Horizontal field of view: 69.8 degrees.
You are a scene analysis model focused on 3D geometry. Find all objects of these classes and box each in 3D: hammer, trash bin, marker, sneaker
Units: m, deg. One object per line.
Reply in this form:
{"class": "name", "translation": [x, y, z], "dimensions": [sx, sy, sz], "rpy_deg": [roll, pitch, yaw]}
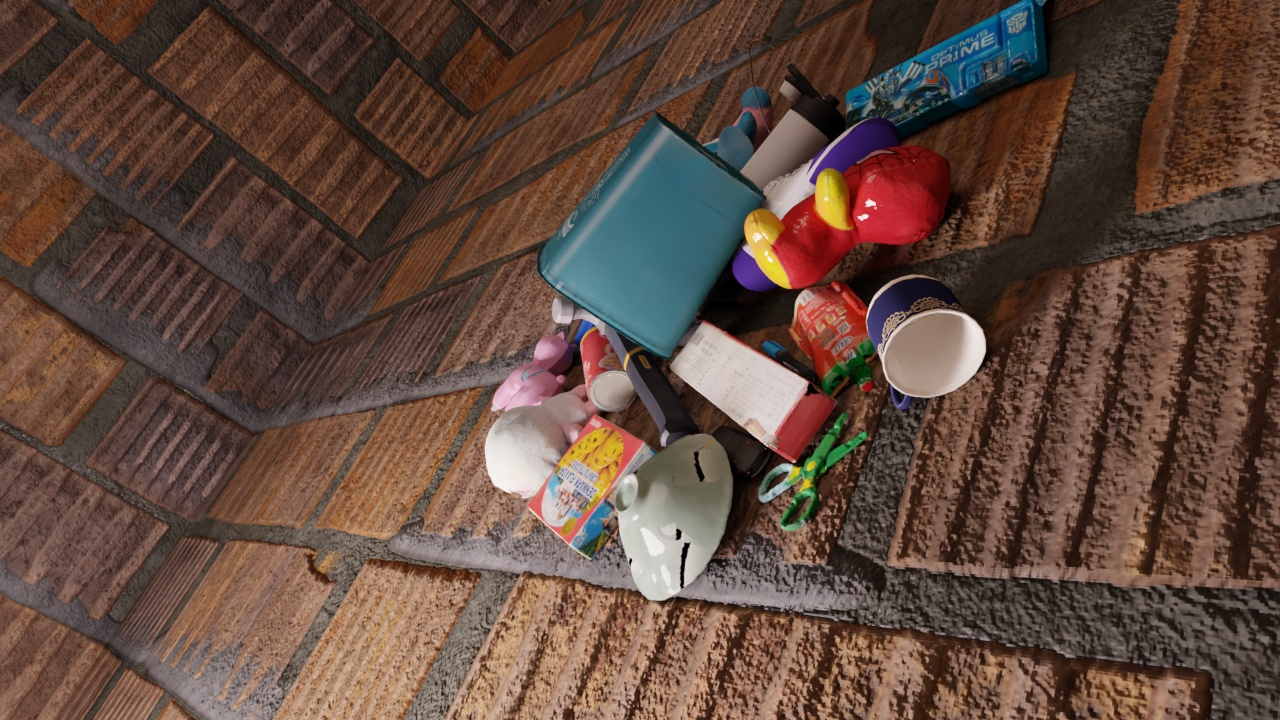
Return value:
{"class": "hammer", "translation": [-0.007, 0.007, 1.124], "dimensions": [0.312, 0.139, 0.035], "rpy_deg": [-120, 37, -53]}
{"class": "trash bin", "translation": [0.018, -0.157, 1.096], "dimensions": [0.219, 0.199, 0.196], "rpy_deg": [-53, 15, 16]}
{"class": "marker", "translation": [0.157, 0.000, 0.963], "dimensions": [0.015, 0.018, 0.123], "rpy_deg": [-46, 22, 1]}
{"class": "sneaker", "translation": [0.201, -0.192, 1.085], "dimensions": [0.245, 0.092, 0.111], "rpy_deg": [-44, 23, 22]}

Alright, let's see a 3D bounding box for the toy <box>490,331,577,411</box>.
{"class": "toy", "translation": [-0.146, 0.030, 1.346], "dimensions": [0.157, 0.067, 0.123], "rpy_deg": [-52, 28, -13]}

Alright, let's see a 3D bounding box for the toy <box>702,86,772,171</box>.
{"class": "toy", "translation": [0.121, -0.283, 1.316], "dimensions": [0.191, 0.099, 0.225], "rpy_deg": [-59, 6, -25]}

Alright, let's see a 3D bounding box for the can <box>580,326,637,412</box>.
{"class": "can", "translation": [-0.042, 0.009, 1.210], "dimensions": [0.067, 0.066, 0.124], "rpy_deg": [-41, 28, 16]}

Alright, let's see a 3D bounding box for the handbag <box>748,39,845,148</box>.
{"class": "handbag", "translation": [0.198, -0.352, 1.235], "dimensions": [0.094, 0.043, 0.195], "rpy_deg": [-36, 69, 22]}

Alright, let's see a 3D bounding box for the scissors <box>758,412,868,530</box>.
{"class": "scissors", "translation": [0.157, 0.098, 0.856], "dimensions": [0.131, 0.012, 0.108], "rpy_deg": [-57, 27, -12]}

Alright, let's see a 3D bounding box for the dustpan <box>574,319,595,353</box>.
{"class": "dustpan", "translation": [-0.019, -0.116, 1.333], "dimensions": [0.258, 0.059, 0.245], "rpy_deg": [-64, 30, 21]}

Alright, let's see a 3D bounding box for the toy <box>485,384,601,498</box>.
{"class": "toy", "translation": [-0.127, 0.097, 1.204], "dimensions": [0.179, 0.101, 0.139], "rpy_deg": [-37, 37, -14]}

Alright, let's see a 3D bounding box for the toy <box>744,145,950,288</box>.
{"class": "toy", "translation": [0.218, -0.148, 0.945], "dimensions": [0.216, 0.098, 0.147], "rpy_deg": [-23, -6, 10]}

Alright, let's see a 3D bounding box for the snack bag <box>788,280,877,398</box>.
{"class": "snack bag", "translation": [0.199, -0.020, 0.918], "dimensions": [0.087, 0.044, 0.155], "rpy_deg": [-50, 30, 21]}

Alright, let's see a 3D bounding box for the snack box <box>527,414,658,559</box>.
{"class": "snack box", "translation": [-0.056, 0.145, 1.085], "dimensions": [0.145, 0.040, 0.143], "rpy_deg": [-54, 28, -8]}

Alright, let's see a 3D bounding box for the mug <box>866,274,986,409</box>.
{"class": "mug", "translation": [0.241, -0.017, 0.811], "dimensions": [0.089, 0.085, 0.112], "rpy_deg": [-94, 15, -58]}

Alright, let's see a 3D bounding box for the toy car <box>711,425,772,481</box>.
{"class": "toy car", "translation": [0.096, 0.091, 0.928], "dimensions": [0.042, 0.036, 0.092], "rpy_deg": [-54, 27, -8]}

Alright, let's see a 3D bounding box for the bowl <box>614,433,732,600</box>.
{"class": "bowl", "translation": [0.012, 0.144, 0.916], "dimensions": [0.175, 0.068, 0.173], "rpy_deg": [-41, 35, 37]}

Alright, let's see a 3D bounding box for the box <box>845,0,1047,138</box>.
{"class": "box", "translation": [0.356, -0.354, 1.082], "dimensions": [0.244, 0.060, 0.175], "rpy_deg": [-18, 40, 46]}

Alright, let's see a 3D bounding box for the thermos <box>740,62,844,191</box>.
{"class": "thermos", "translation": [0.158, -0.254, 1.176], "dimensions": [0.230, 0.101, 0.068], "rpy_deg": [-52, 0, 16]}

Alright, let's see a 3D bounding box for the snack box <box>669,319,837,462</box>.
{"class": "snack box", "translation": [0.112, 0.024, 0.974], "dimensions": [0.076, 0.044, 0.273], "rpy_deg": [-55, 23, 2]}
